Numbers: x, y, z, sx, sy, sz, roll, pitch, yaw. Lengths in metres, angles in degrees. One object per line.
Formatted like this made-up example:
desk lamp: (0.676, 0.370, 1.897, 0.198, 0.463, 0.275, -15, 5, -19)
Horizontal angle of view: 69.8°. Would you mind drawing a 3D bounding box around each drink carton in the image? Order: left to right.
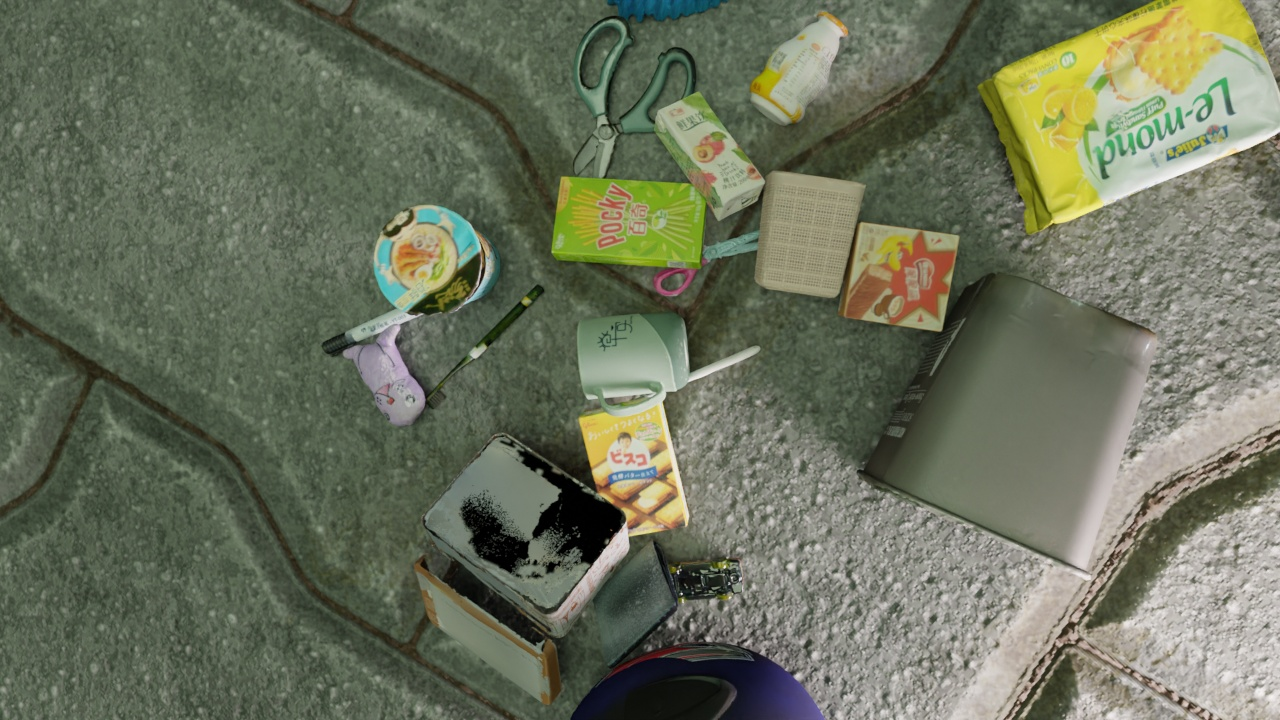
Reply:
drink carton: (0.068, -0.204, 0.920, 0.053, 0.046, 0.122, -30, 75, -14)

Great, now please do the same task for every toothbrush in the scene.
toothbrush: (-0.171, -0.014, 1.003, 0.186, 0.012, 0.017, -44, 92, 9)
toothbrush: (0.045, 0.025, 0.970, 0.180, 0.016, 0.016, -25, 97, 10)

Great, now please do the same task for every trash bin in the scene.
trash bin: (0.336, 0.053, 0.844, 0.199, 0.199, 0.220, 23, 91, 7)

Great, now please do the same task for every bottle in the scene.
bottle: (0.158, -0.288, 0.905, 0.063, 0.063, 0.108, 37, 99, 5)

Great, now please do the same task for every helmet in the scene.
helmet: (0.032, 0.404, 0.881, 0.315, 0.240, 0.247, -19, 129, 3)

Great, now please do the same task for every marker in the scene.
marker: (-0.294, -0.036, 1.018, 0.131, 0.018, 0.022, -22, 115, 10)

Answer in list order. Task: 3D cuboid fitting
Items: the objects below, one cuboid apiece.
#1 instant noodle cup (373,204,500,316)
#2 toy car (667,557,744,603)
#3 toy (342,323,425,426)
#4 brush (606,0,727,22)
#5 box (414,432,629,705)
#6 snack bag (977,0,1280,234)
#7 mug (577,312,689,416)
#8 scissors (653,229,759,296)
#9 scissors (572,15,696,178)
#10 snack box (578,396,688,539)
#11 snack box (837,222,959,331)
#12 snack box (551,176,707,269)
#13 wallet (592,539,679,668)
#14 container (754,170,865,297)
instant noodle cup: (-0.199, -0.101, 0.946, 0.111, 0.120, 0.111, 1, 95, 8)
toy car: (0.064, 0.231, 0.970, 0.090, 0.035, 0.042, -8, 91, 10)
toy: (-0.272, 0.020, 1.005, 0.084, 0.038, 0.108, -27, 89, 26)
brush: (0.110, -0.395, 0.883, 0.315, 0.109, 0.060, -9, 90, 10)
box: (-0.117, 0.212, 0.961, 0.180, 0.157, 0.218, 28, 142, 22)
snack bag: (0.455, -0.238, 0.860, 0.247, 0.068, 0.158, -22, 90, 10)
mug: (-0.006, 0.005, 0.932, 0.106, 0.082, 0.111, -4, 55, 6)
scissors: (0.071, -0.120, 0.958, 0.137, 0.017, 0.072, -23, 80, 6)
scissors: (-0.008, -0.260, 0.955, 0.161, 0.019, 0.179, 11, 101, 4)
snack box: (-0.006, 0.113, 0.968, 0.087, 0.033, 0.140, -12, 97, 10)
snack box: (0.250, -0.081, 0.898, 0.094, 0.077, 0.093, 10, 95, 8)
snack box: (-0.011, -0.143, 0.952, 0.156, 0.026, 0.085, 5, 80, 9)
wallet: (-0.007, 0.249, 0.945, 0.019, 0.120, 0.097, 41, 99, -21)
container: (0.161, -0.122, 0.902, 0.090, 0.090, 0.111, 8, 98, 1)
